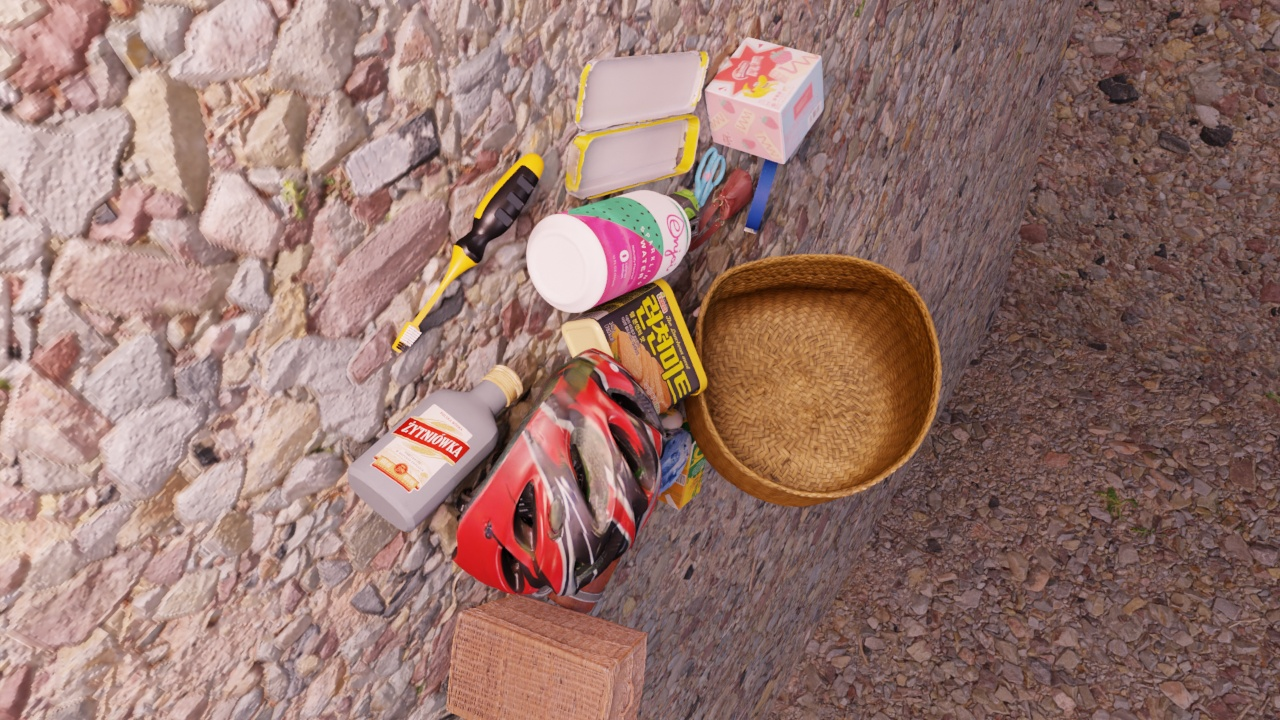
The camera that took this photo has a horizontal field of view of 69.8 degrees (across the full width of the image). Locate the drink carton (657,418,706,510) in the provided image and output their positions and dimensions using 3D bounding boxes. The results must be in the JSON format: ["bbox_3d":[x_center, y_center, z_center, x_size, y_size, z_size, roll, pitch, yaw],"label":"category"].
[{"bbox_3d":[0.061,0.148,1.298,0.058,0.041,0.123,-32,138,-49],"label":"drink carton"}]

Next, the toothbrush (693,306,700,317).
[{"bbox_3d":[0.120,-0.083,1.237,0.180,0.018,0.016,-26,134,-51],"label":"toothbrush"}]

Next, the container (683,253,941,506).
[{"bbox_3d":[0.200,0.035,1.143,0.306,0.307,0.197,-56,172,-18],"label":"container"}]

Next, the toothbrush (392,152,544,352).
[{"bbox_3d":[-0.138,-0.088,0.737,0.196,0.031,0.031,-56,132,-10],"label":"toothbrush"}]

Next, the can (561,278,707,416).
[{"bbox_3d":[-0.007,-0.004,0.940,0.100,0.073,0.131,-32,106,-34],"label":"can"}]

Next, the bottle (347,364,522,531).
[{"bbox_3d":[-0.162,0.064,0.770,0.160,0.072,0.046,-46,165,-34],"label":"bottle"}]

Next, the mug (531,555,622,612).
[{"bbox_3d":[-0.076,0.232,1.086,0.117,0.081,0.111,17,102,-46],"label":"mug"}]

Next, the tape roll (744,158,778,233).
[{"bbox_3d":[0.151,-0.208,1.143,0.093,0.016,0.091,37,70,-86],"label":"tape roll"}]

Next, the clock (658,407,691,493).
[{"bbox_3d":[0.022,0.109,1.152,0.088,0.052,0.126,-43,145,-34],"label":"clock"}]

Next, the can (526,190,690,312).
[{"bbox_3d":[-0.026,-0.106,0.858,0.165,0.088,0.088,-29,136,-51],"label":"can"}]

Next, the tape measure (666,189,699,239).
[{"bbox_3d":[0.043,-0.152,1.008,0.058,0.036,0.066,-44,147,-38],"label":"tape measure"}]

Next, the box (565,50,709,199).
[{"bbox_3d":[0.002,-0.231,0.883,0.209,0.023,0.127,-28,132,-50],"label":"box"}]

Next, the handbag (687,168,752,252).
[{"bbox_3d":[0.090,-0.173,1.097,0.119,0.029,0.055,-50,156,-17],"label":"handbag"}]

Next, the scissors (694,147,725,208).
[{"bbox_3d":[0.064,-0.178,1.059,0.056,0.015,0.137,2,117,-61],"label":"scissors"}]

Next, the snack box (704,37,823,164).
[{"bbox_3d":[0.136,-0.285,1.001,0.092,0.095,0.079,-54,151,-21],"label":"snack box"}]

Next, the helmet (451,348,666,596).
[{"bbox_3d":[-0.069,0.107,0.832,0.216,0.167,0.273,-54,171,-38],"label":"helmet"}]

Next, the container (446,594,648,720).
[{"bbox_3d":[-0.097,0.335,0.987,0.112,0.199,0.114,-8,107,-65],"label":"container"}]
